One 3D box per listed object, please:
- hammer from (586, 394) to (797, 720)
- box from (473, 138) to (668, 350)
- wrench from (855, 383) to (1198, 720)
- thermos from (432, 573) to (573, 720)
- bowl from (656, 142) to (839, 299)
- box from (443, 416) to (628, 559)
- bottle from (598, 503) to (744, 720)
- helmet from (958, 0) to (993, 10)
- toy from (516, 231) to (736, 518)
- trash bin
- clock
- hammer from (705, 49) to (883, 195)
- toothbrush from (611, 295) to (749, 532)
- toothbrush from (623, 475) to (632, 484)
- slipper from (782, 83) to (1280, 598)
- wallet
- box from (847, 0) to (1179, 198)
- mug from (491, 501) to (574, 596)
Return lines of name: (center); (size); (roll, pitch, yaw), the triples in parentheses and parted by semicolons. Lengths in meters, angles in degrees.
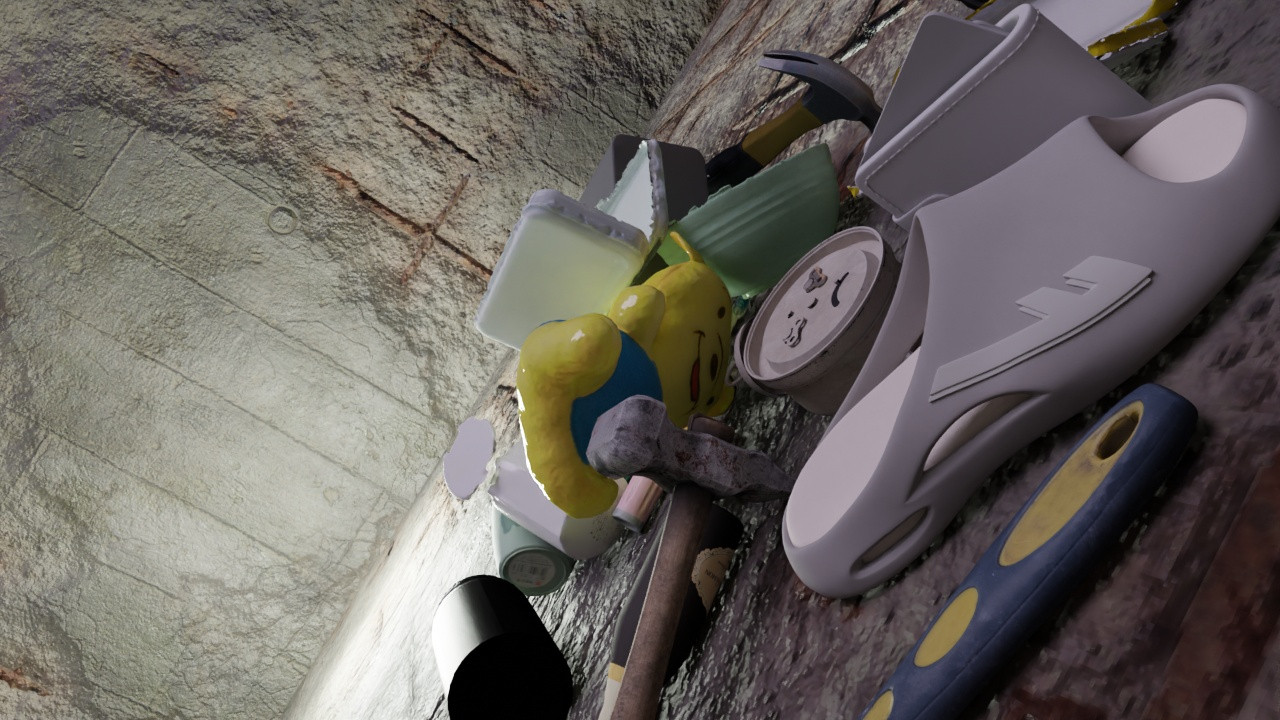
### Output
hammer: (-0.003, 0.172, 0.439); (0.049, 0.121, 0.318); (-35, 34, 61)
box: (-0.047, -0.091, 0.727); (0.216, 0.106, 0.126); (-45, 20, 58)
wrench: (0.096, 0.121, 0.320); (0.274, 0.022, 0.073); (-55, 13, 12)
thermos: (-0.116, 0.224, 0.717); (0.086, 0.086, 0.199); (-59, 15, -7)
bowl: (0.090, -0.095, 0.696); (0.151, 0.077, 0.151); (-29, 2, 1)
box: (-0.091, 0.101, 0.771); (0.166, 0.092, 0.083); (20, 99, 40)
bottle: (0.002, 0.166, 0.517); (0.184, 0.045, 0.045); (-62, 13, -21)
helmet: (0.266, -0.341, 0.549); (0.255, 0.131, 0.205); (-55, 12, 9)
toy: (-0.004, 0.003, 0.602); (0.213, 0.084, 0.149); (-35, -39, -52)
trash bin: (-0.018, -0.068, 0.863); (0.220, 0.097, 0.191); (132, 139, -58)
clock: (0.103, -0.011, 0.533); (0.157, 0.061, 0.103); (-29, 31, 51)
hammer: (0.092, -0.179, 0.817); (0.025, 0.118, 0.334); (-59, 14, -18)
toothbrush: (0.039, 0.035, 0.741); (0.222, 0.027, 0.027); (-61, -4, -19)
toothbrush: (0.003, 0.063, 0.765); (0.190, 0.017, 0.016); (-64, -6, 15)
slipper: (0.130, -0.012, 0.381); (0.266, 0.080, 0.112); (-52, 10, 26)
wallet: (0.155, -0.106, 0.428); (0.119, 0.115, 0.037); (-41, 20, 53)
box: (0.204, -0.159, 0.525); (0.117, 0.057, 0.210); (-63, 14, -17)
mug: (-0.083, 0.150, 0.837); (0.111, 0.084, 0.104); (-26, 30, 10)
